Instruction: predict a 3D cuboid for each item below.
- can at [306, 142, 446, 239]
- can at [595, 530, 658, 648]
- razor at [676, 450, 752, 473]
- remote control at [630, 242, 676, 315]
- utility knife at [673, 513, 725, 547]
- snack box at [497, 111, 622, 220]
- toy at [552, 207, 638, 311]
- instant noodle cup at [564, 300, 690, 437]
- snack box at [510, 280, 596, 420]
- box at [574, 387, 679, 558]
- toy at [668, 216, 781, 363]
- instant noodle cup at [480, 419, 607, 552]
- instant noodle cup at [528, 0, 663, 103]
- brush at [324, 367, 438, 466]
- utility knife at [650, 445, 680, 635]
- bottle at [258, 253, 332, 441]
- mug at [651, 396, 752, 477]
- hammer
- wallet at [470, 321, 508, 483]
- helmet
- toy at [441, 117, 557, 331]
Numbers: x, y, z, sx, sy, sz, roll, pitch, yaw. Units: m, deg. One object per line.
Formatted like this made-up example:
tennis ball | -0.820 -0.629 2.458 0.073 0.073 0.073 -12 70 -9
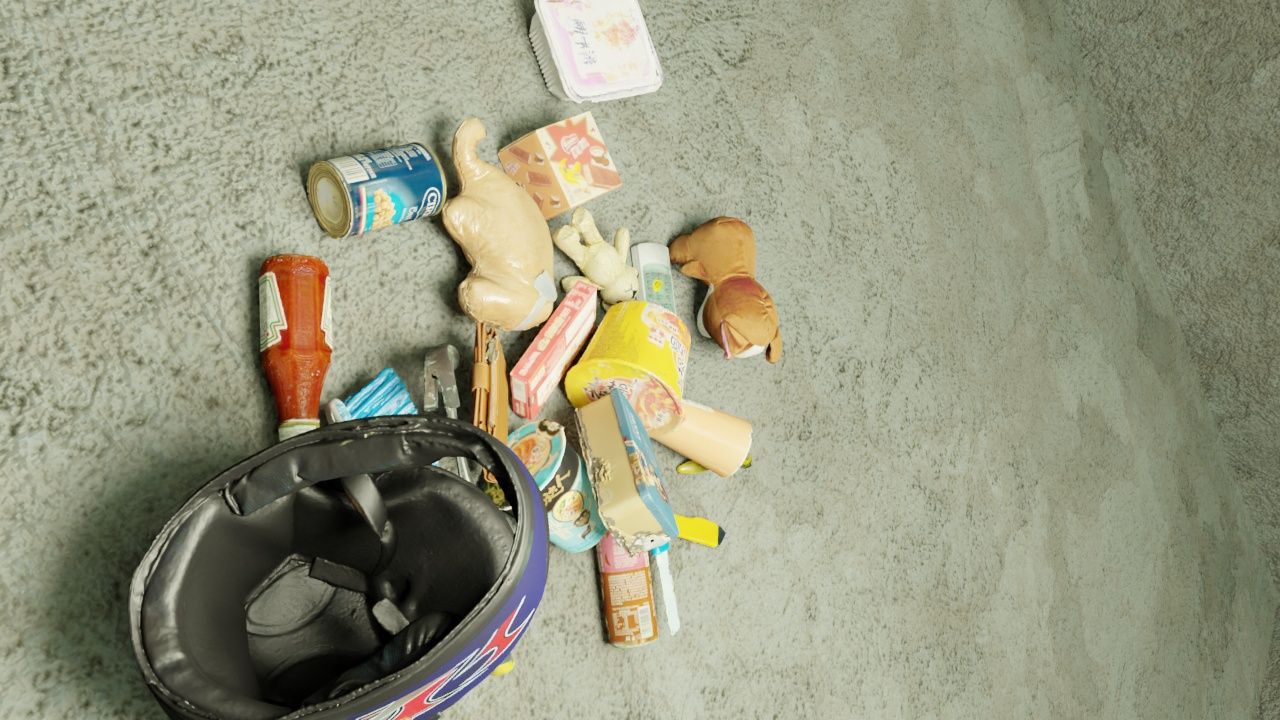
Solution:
can | -0.257 -0.166 0.894 0.110 0.075 0.075 -26 99 -43
can | -0.017 0.247 1.042 0.057 0.058 0.147 -2 83 -43
razor | 0.099 0.131 1.201 0.132 0.028 0.043 -8 90 -42
remote control | 0.019 -0.083 1.174 0.056 0.019 0.135 0 81 -43
utility knife | 0.047 0.204 1.141 0.163 0.015 0.033 23 58 -37
snack box | -0.092 -0.221 1.059 0.092 0.077 0.094 -34 104 -42
toy | -0.048 -0.118 1.068 0.105 0.066 0.157 -51 143 -8
instant noodle cup | -0.006 0.006 1.060 0.138 0.138 0.109 44 46 -28
snack box | -0.094 -0.013 1.018 0.025 0.075 0.152 23 55 12
box | -0.018 0.112 0.970 0.184 0.061 0.090 -106 169 -45
toy | 0.112 -0.085 1.199 0.139 0.131 0.199 -6 64 -42
instant noodle cup | -0.089 0.140 0.971 0.120 0.111 0.111 48 52 -34
instant noodle cup | -0.062 -0.384 1.136 0.173 0.060 0.138 -25 99 -42
brush | -0.224 0.170 0.873 0.109 0.061 0.314 -28 103 -37
utility knife | 0.019 0.204 1.085 0.034 0.018 0.236 6 66 -45
bottle | -0.307 0.009 0.822 0.059 0.060 0.206 3 79 -43
mug | 0.066 0.086 1.131 0.122 0.078 0.078 26 63 -18
hammer | -0.164 0.146 0.880 0.032 0.126 0.323 -10 96 -6
wallet | -0.150 0.042 0.919 0.031 0.108 0.131 -4 58 -2
helmet | -0.209 0.177 0.717 0.240 0.315 0.247 70 -2 -70
toy | -0.152 -0.141 0.983 0.143 0.083 0.226 -2 78 -62
